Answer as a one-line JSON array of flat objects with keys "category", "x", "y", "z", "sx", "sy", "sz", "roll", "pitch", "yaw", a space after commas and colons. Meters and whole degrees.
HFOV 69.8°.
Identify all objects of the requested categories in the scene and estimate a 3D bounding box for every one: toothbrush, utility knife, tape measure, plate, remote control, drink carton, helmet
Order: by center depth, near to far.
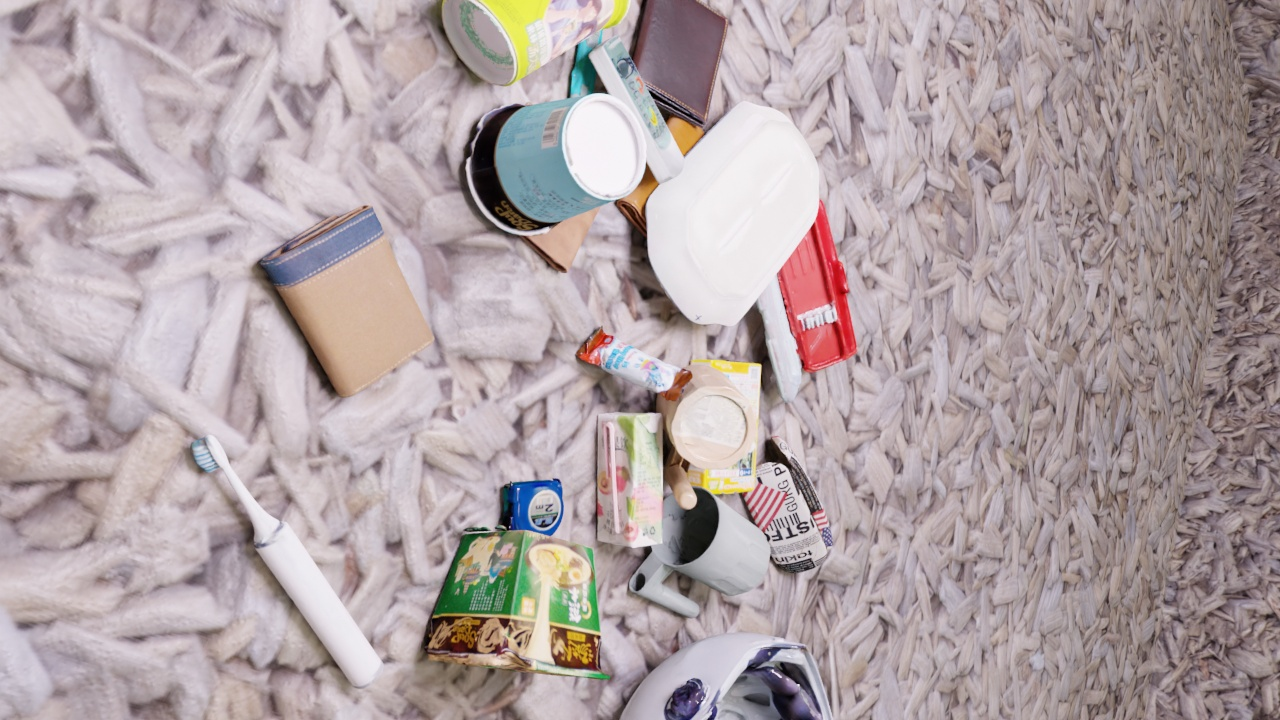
[{"category": "toothbrush", "x": -0.242, "y": 0.142, "z": 0.636, "sx": 0.026, "sy": 0.026, "sz": 0.221, "roll": -26, "pitch": 115, "yaw": -6}, {"category": "tape measure", "x": -0.093, "y": 0.128, "z": 0.790, "sx": 0.058, "sy": 0.025, "sz": 0.054, "roll": 1, "pitch": 93, "yaw": -42}, {"category": "utility knife", "x": -0.043, "y": -0.312, "z": 0.831, "sx": 0.029, "sy": 0.013, "sz": 0.185, "roll": 13, "pitch": 82, "yaw": -49}, {"category": "remote control", "x": -0.001, "y": -0.228, "z": 0.836, "sx": 0.135, "sy": 0.019, "sz": 0.056, "roll": 59, "pitch": 27, "yaw": -19}, {"category": "drink carton", "x": -0.011, "y": 0.109, "z": 0.854, "sx": 0.045, "sy": 0.054, "sz": 0.122, "roll": -1, "pitch": 92, "yaw": -46}, {"category": "helmet", "x": 0.062, "y": 0.372, "z": 0.876, "sx": 0.258, "sy": 0.146, "sz": 0.229, "roll": -38, "pitch": 117, "yaw": -29}, {"category": "plate", "x": 0.107, "y": -0.152, "z": 0.920, "sx": 0.265, "sy": 0.034, "sz": 0.162, "roll": -49, "pitch": 116, "yaw": -30}]

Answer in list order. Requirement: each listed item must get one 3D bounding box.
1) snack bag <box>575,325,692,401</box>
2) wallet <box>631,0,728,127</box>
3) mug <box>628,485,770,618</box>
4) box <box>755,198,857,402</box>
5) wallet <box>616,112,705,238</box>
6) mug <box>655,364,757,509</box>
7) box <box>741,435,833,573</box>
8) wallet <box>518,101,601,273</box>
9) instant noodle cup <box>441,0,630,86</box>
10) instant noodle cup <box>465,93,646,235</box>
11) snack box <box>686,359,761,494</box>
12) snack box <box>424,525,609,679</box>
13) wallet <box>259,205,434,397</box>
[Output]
[{"category": "snack bag", "x": -0.005, "y": 0.005, "z": 0.836, "sx": 0.045, "sy": 0.105, "sz": 0.026, "roll": -50, "pitch": 161, "yaw": -46}, {"category": "wallet", "x": 0.038, "y": -0.302, "z": 0.894, "sx": 0.096, "sy": 0.020, "sz": 0.122, "roll": 21, "pitch": 74, "yaw": -30}, {"category": "mug", "x": 0.059, "y": 0.199, "z": 0.923, "sx": 0.124, "sy": 0.083, "sz": 0.103, "roll": -51, "pitch": 131, "yaw": 2}, {"category": "box", "x": 0.172, "y": -0.070, "z": 1.035, "sx": 0.157, "sy": 0.069, "sz": 0.201, "roll": -32, "pitch": 114, "yaw": -35}, {"category": "wallet", "x": 0.042, "y": -0.166, "z": 0.917, "sx": 0.119, "sy": 0.035, "sz": 0.130, "roll": 44, "pitch": 61, "yaw": -30}, {"category": "mug", "x": 0.054, "y": 0.072, "z": 0.872, "sx": 0.084, "sy": 0.103, "sz": 0.125, "roll": 19, "pitch": 97, "yaw": -7}, {"category": "box", "x": 0.171, "y": 0.165, "z": 1.058, "sx": 0.162, "sy": 0.076, "sz": 0.086, "roll": 62, "pitch": 20, "yaw": -24}, {"category": "wallet", "x": -0.081, "y": -0.149, "z": 0.796, "sx": 0.115, "sy": 0.020, "sz": 0.101, "roll": 41, "pitch": 64, "yaw": -36}, {"category": "instant noodle cup", "x": -0.088, "y": -0.284, "z": 0.726, "sx": 0.123, "sy": 0.112, "sz": 0.112, "roll": -47, "pitch": 124, "yaw": -25}, {"category": "instant noodle cup", "x": -0.060, "y": -0.158, "z": 0.723, "sx": 0.111, "sy": 0.121, "sz": 0.111, "roll": -1, "pitch": 91, "yaw": -40}, {"category": "snack box", "x": 0.087, "y": 0.070, "z": 0.971, "sx": 0.086, "sy": 0.034, "sz": 0.140, "roll": 3, "pitch": 88, "yaw": -46}, {"category": "snack box", "x": -0.094, "y": 0.195, "z": 0.739, "sx": 0.117, "sy": 0.118, "sz": 0.105, "roll": 27, "pitch": 63, "yaw": -43}, {"category": "wallet", "x": -0.207, "y": -0.043, "z": 0.662, "sx": 0.090, "sy": 0.033, "sz": 0.115, "roll": -41, "pitch": 120, "yaw": -34}]
